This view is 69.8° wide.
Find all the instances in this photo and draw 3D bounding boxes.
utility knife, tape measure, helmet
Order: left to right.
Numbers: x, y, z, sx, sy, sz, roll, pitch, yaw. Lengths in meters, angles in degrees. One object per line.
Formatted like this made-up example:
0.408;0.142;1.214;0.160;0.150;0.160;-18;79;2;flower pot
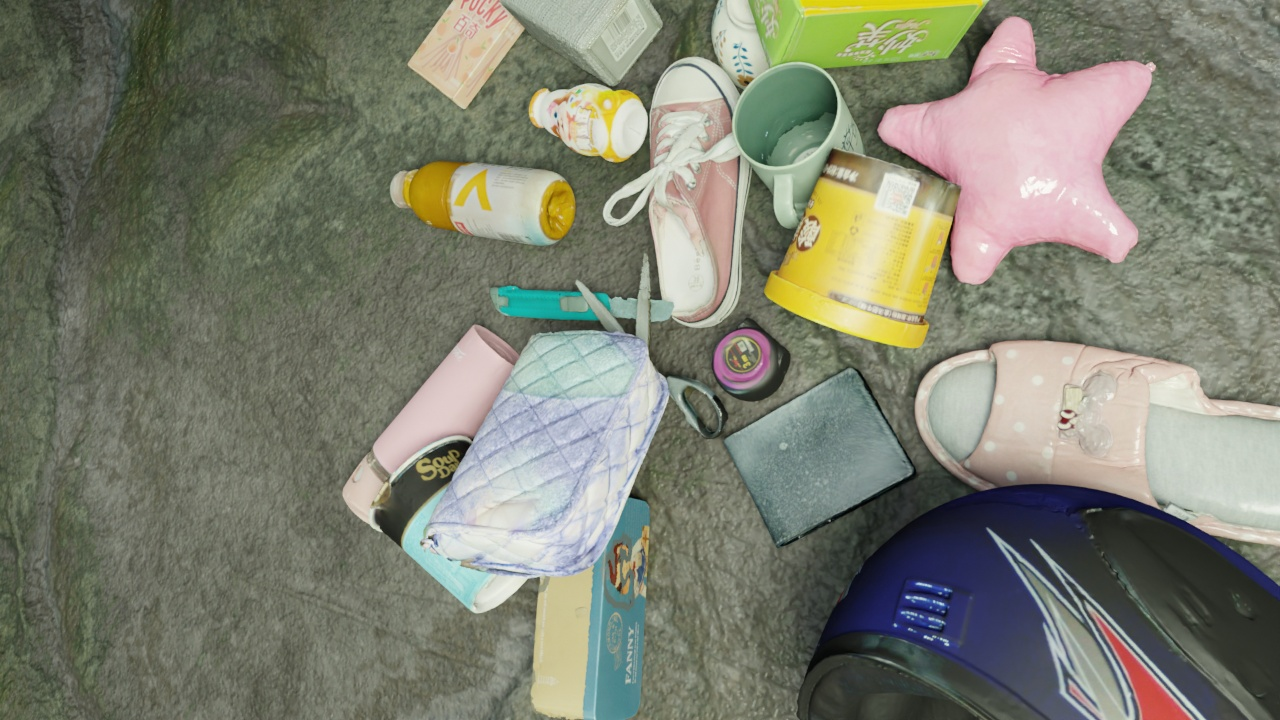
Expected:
-0.058;-0.049;0.799;0.217;0.013;0.029;5;101;38;utility knife
0.087;0.003;0.725;0.058;0.039;0.057;-49;62;2;tape measure
0.252;0.208;0.479;0.315;0.239;0.248;47;144;32;helmet

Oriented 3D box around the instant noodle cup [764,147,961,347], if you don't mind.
0.161;-0.082;0.649;0.118;0.118;0.114;26;107;28;instant noodle cup

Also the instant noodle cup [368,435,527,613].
-0.148;0.144;0.770;0.120;0.111;0.111;43;97;20;instant noodle cup

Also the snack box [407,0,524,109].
-0.163;-0.342;0.937;0.084;0.026;0.157;41;96;28;snack box

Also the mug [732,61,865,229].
0.124;-0.153;0.707;0.082;0.106;0.111;3;78;25;mug

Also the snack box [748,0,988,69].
0.156;-0.334;0.717;0.157;0.070;0.209;-8;70;-13;snack box

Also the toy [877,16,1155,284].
0.280;-0.147;0.648;0.179;0.074;0.194;-33;69;24;toy

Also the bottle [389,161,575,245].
-0.153;-0.151;0.861;0.190;0.068;0.068;12;83;28;bottle

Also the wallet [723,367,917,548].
0.134;0.073;0.698;0.121;0.019;0.097;-32;65;14;wallet

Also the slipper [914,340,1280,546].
0.315;0.052;0.594;0.275;0.054;0.114;14;84;27;slipper

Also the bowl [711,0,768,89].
0.108;-0.290;0.776;0.114;0.062;0.113;-6;76;25;bowl

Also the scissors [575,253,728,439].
0.000;0.005;0.750;0.181;0.014;0.160;40;113;17;scissors

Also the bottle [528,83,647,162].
-0.049;-0.219;0.832;0.108;0.063;0.063;21;87;28;bottle

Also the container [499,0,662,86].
-0.051;-0.324;0.846;0.114;0.090;0.090;42;97;24;container

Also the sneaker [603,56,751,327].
0.039;-0.150;0.758;0.118;0.087;0.240;-5;76;25;sneaker

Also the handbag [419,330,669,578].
-0.065;0.068;0.681;0.134;0.075;0.193;1;47;31;handbag

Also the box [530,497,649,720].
-0.037;0.194;0.709;0.060;0.089;0.184;-4;78;23;box

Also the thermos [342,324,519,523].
-0.190;0.058;0.834;0.199;0.067;0.087;-49;31;9;thermos
